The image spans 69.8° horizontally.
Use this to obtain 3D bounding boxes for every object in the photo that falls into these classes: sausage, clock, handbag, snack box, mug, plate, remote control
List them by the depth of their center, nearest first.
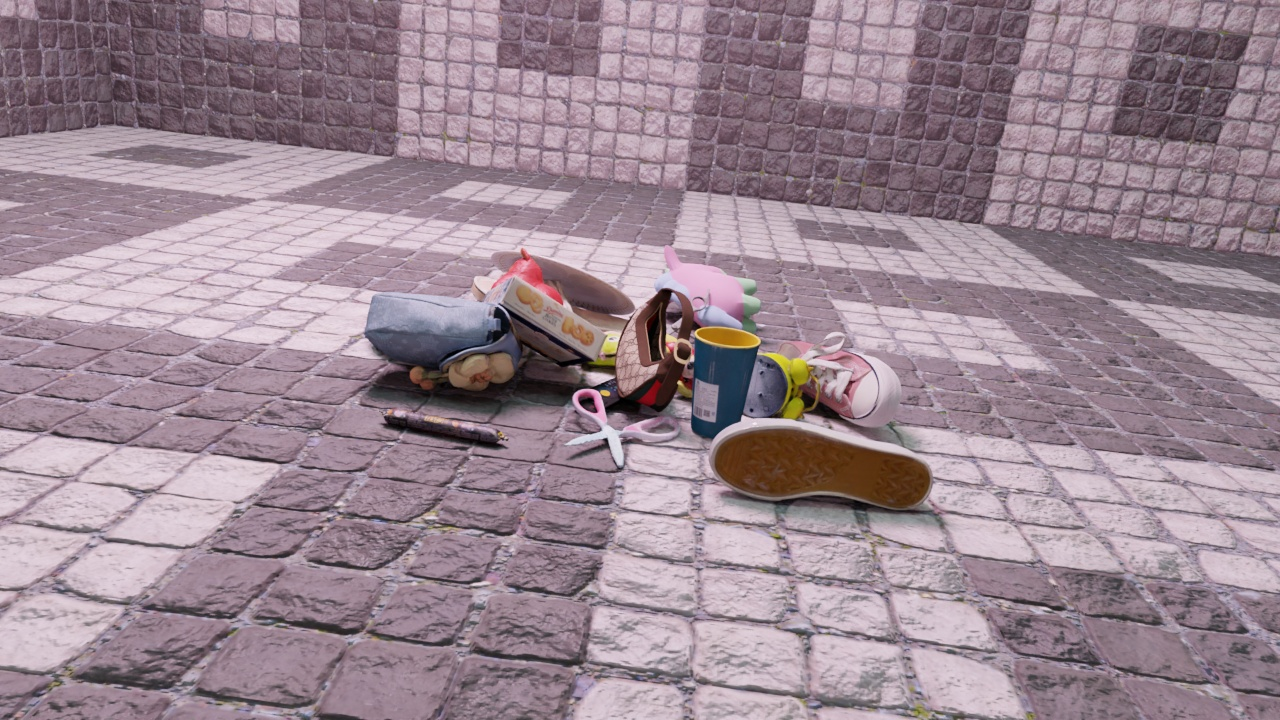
[{"bbox_3d":[-0.221,0.074,1.025,0.155,0.020,0.020,10,19,11],"label":"sausage"},{"bbox_3d":[0.096,0.029,1.099,0.078,0.121,0.078,6,18,-2],"label":"mug"},{"bbox_3d":[-0.245,-0.019,1.143,0.192,0.118,0.122,7,-16,2],"label":"handbag"},{"bbox_3d":[0.022,-0.017,1.145,0.063,0.139,0.166,19,32,-18],"label":"handbag"},{"bbox_3d":[0.172,0.033,1.176,0.119,0.083,0.057,14,13,29],"label":"clock"},{"bbox_3d":[-0.029,0.041,1.181,0.041,0.020,0.151,31,29,26],"label":"remote control"},{"bbox_3d":[-0.132,-0.046,1.201,0.144,0.042,0.145,32,-15,-18],"label":"snack box"},{"bbox_3d":[-0.121,-0.127,1.462,0.242,0.016,0.243,19,-11,3],"label":"plate"}]

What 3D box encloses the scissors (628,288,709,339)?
[{"bbox_3d":[0.063,-0.059,1.425,0.141,0.014,0.174,31,56,11],"label":"scissors"}]

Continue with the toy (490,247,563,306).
[{"bbox_3d":[-0.139,-0.094,1.299,0.133,0.093,0.088,30,-27,-10],"label":"toy"}]

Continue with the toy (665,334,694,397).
[{"bbox_3d":[0.063,0.007,1.251,0.105,0.067,0.137,24,9,-33],"label":"toy"}]

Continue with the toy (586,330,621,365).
[{"bbox_3d":[-0.039,-0.019,1.320,0.092,0.043,0.117,1,13,17],"label":"toy"}]

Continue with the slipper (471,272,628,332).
[{"bbox_3d":[-0.121,-0.082,1.397,0.272,0.054,0.114,17,23,-18],"label":"slipper"}]

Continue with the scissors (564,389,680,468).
[{"bbox_3d":[-0.019,0.079,1.068,0.168,0.014,0.170,8,22,-16],"label":"scissors"}]

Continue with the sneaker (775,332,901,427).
[{"bbox_3d":[0.241,0.018,1.215,0.087,0.118,0.241,19,5,-31],"label":"sneaker"}]

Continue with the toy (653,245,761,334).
[{"bbox_3d":[0.108,-0.104,1.533,0.171,0.120,0.221,7,26,-2],"label":"toy"}]

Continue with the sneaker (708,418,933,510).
[{"bbox_3d":[0.187,0.103,0.977,0.235,0.087,0.079,8,13,-4],"label":"sneaker"}]
